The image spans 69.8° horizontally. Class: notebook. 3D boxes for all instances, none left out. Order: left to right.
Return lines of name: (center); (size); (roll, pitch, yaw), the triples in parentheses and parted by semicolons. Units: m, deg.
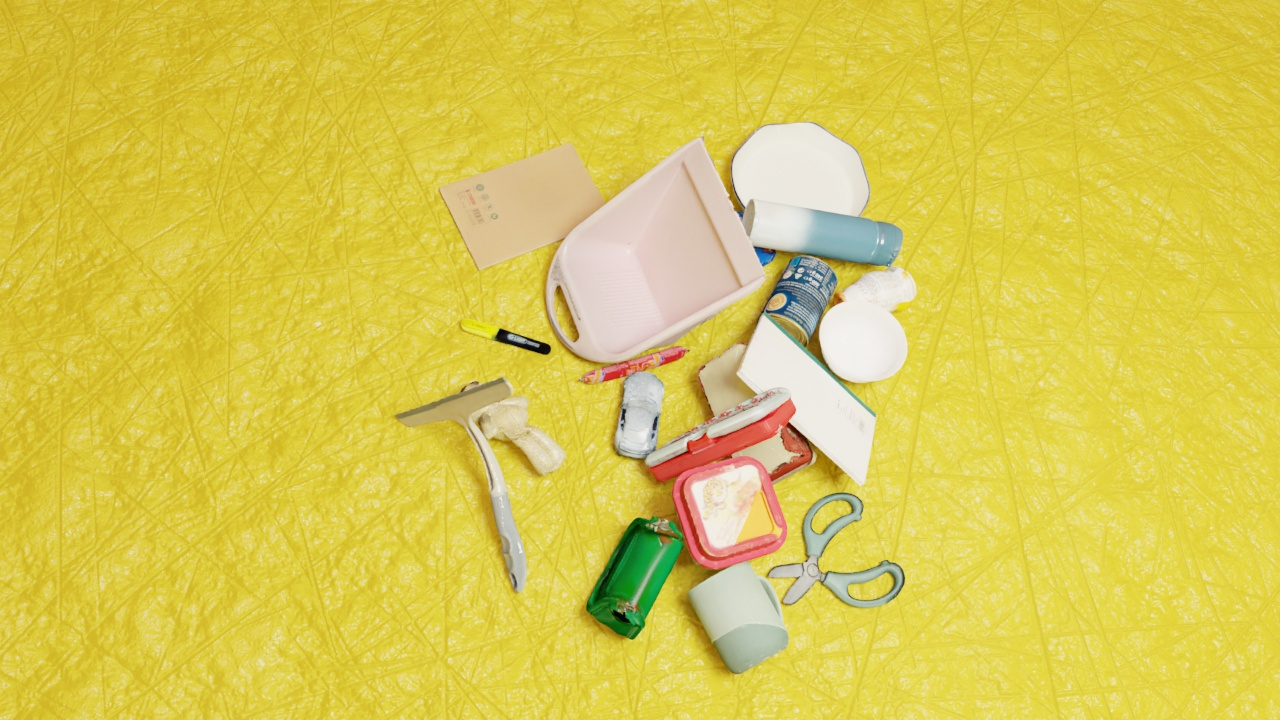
notebook: (-0.162, -0.222, 1.304); (0.207, 0.008, 0.147); (-23, 70, -15)
notebook: (0.214, 0.043, 1.149); (0.209, 0.012, 0.150); (42, 36, -8)

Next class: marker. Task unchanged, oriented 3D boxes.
marker: (-0.177, -0.032, 1.211); (0.124, 0.015, 0.018); (17, 68, 0)

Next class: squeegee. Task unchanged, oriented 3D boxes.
squeegee: (-0.174, 0.152, 1.079); (0.039, 0.247, 0.246); (-22, 93, -44)

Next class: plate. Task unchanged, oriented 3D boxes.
plate: (0.230, -0.256, 1.342); (0.205, 0.046, 0.204); (2, 66, -4)

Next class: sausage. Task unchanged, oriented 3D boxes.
sausage: (-0.007, 0.007, 1.209); (0.155, 0.020, 0.020); (-16, 68, -13)

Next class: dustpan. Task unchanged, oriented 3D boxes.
dustpan: (0.000, -0.119, 1.169); (0.138, 0.274, 0.222); (-5, 60, -36)

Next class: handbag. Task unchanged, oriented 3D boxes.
handbag: (-0.004, 0.243, 1.046); (0.068, 0.120, 0.131); (29, 65, 3)

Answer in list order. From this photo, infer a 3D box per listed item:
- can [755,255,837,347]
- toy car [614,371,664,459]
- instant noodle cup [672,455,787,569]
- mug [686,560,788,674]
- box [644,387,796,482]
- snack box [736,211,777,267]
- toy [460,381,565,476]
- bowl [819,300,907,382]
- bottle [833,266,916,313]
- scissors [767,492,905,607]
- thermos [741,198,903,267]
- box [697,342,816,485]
can: (0.213, -0.079, 1.241); (0.075, 0.075, 0.111); (28, 65, 7)
toy car: (-0.001, 0.069, 1.173); (0.054, 0.037, 0.120); (10, 61, -1)
instant noodle cup: (0.096, 0.186, 1.078); (0.116, 0.124, 0.116); (-14, 71, -12)
mug: (0.124, 0.295, 1.063); (0.111, 0.082, 0.106); (-10, 62, -45)
box: (0.091, 0.085, 1.088); (0.086, 0.202, 0.048); (-36, 95, -48)
snack box: (0.105, -0.137, 1.283); (0.157, 0.026, 0.084); (-34, 73, -19)
toy: (-0.163, 0.086, 1.139); (0.157, 0.066, 0.104); (36, 34, 6)
bowl: (0.287, -0.014, 1.224); (0.118, 0.065, 0.118); (3, 64, -7)
bottle: (0.321, -0.090, 1.264); (0.108, 0.063, 0.063); (-15, 68, -13)
scissors: (0.249, 0.254, 1.123); (0.177, 0.019, 0.173); (39, 66, 11)
thermos: (0.249, -0.173, 1.253); (0.220, 0.070, 0.070); (7, 65, -10)
box: (0.140, 0.066, 1.144); (0.079, 0.092, 0.168); (6, 56, -50)
